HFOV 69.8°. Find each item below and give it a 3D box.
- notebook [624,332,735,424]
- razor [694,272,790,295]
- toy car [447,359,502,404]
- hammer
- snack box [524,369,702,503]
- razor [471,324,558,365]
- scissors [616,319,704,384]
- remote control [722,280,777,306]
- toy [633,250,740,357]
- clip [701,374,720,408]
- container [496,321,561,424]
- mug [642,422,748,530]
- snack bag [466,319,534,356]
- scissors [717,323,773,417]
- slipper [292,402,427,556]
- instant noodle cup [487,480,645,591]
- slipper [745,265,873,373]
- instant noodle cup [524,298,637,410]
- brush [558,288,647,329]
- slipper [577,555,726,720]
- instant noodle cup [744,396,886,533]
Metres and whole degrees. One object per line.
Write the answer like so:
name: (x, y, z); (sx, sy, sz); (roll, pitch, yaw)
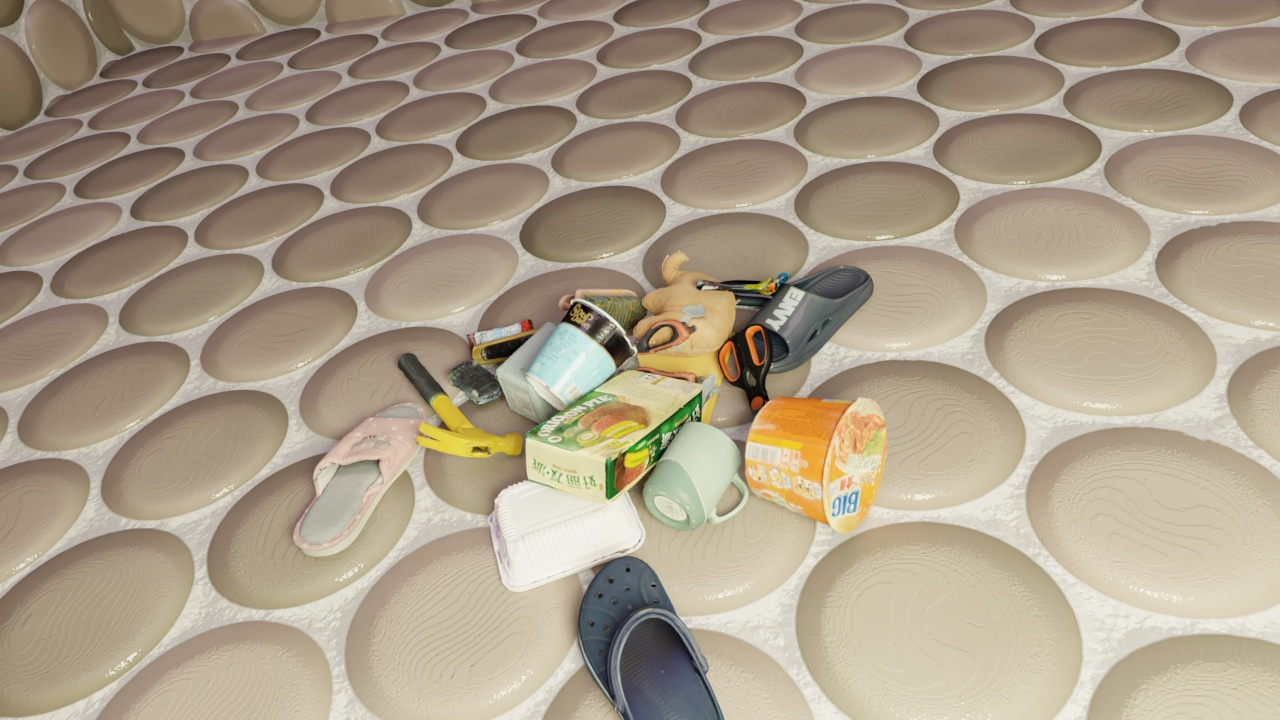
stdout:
notebook: (0.043, 0.023, 1.281); (0.146, 0.010, 0.205); (2, 40, 17)
razor: (0.144, -0.105, 1.301); (0.142, 0.043, 0.022); (-2, 60, -20)
toy car: (-0.237, 0.033, 1.327); (0.048, 0.031, 0.106); (-34, 41, -25)
hammer: (-0.280, 0.059, 1.282); (0.128, 0.033, 0.301); (4, 20, -34)
snack box: (-0.025, 0.083, 1.105); (0.115, 0.063, 0.239); (12, 25, 27)
razor: (-0.168, -0.023, 1.362); (0.167, 0.062, 0.067); (-12, 5, 7)
scissors: (-0.004, -0.008, 1.258); (0.015, 0.215, 0.197); (-5, 53, -52)
remote control: (0.163, -0.104, 1.397); (0.136, 0.024, 0.053); (4, 40, 20)
toy: (0.072, -0.083, 1.334); (0.143, 0.083, 0.225); (8, 37, 4)
clip: (0.084, 0.046, 1.223); (0.024, 0.028, 0.056); (22, 57, 35)
container: (-0.130, 0.021, 1.270); (0.090, 0.090, 0.111); (23, 53, 37)
mug: (0.069, 0.145, 1.069); (0.112, 0.082, 0.106); (36, 55, 2)
snack bag: (-0.212, -0.034, 1.408); (0.104, 0.026, 0.048); (-16, 61, -4)
scissors: (0.143, 0.056, 1.192); (0.125, 0.021, 0.234); (-18, 54, 40)
slipper: (-0.368, 0.140, 1.208); (0.114, 0.054, 0.273); (3, 39, 19)
instant noodle cup: (-0.094, 0.183, 1.078); (0.173, 0.060, 0.138); (-19, 39, -7)
slipper: (0.231, -0.081, 1.304); (0.267, 0.083, 0.111); (-37, 42, -29)
instant noodle cup: (-0.084, 0.000, 1.181); (0.111, 0.111, 0.120); (27, 70, 39)
brush: (-0.052, -0.078, 1.360); (0.073, 0.063, 0.145); (25, 20, 33)
slipper: (0.003, 0.289, 0.892); (0.105, 0.095, 0.252); (-19, 42, -13)
instant noodle cup: (0.194, 0.108, 1.032); (0.112, 0.151, 0.151); (9, 42, 38)
